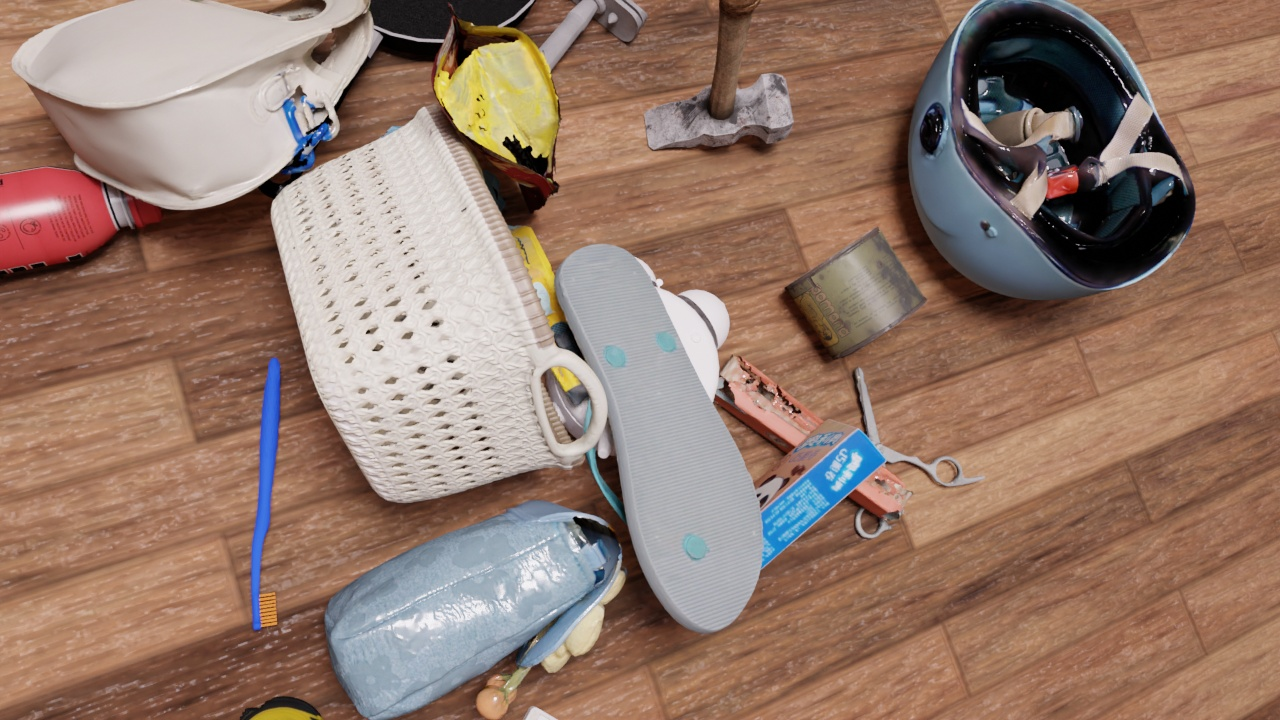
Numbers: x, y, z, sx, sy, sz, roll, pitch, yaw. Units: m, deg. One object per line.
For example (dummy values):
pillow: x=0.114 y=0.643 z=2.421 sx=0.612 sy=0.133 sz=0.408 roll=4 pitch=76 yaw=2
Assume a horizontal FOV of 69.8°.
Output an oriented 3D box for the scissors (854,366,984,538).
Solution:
scissors: x=0.214 y=0.082 z=0.773 sx=0.175 sy=0.014 sz=0.141 roll=12 pitch=76 yaw=-12

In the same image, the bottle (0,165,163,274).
bottle: x=-0.404 y=-0.088 z=0.587 sx=0.176 sy=0.062 sz=0.062 roll=-17 pitch=82 yaw=-21

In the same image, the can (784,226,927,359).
can: x=0.177 y=-0.054 z=0.753 sx=0.089 sy=0.090 sz=0.074 roll=-33 pitch=89 yaw=-22

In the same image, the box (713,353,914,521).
box: x=0.139 y=0.059 z=0.732 sx=0.187 sy=0.059 sz=0.056 roll=37 pitch=45 yaw=-4

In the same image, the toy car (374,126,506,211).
toy car: x=-0.155 y=-0.141 z=0.700 sx=0.108 sy=0.028 sz=0.060 roll=35 pitch=69 yaw=-7

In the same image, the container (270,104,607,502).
container: x=-0.131 y=-0.032 z=0.578 sx=0.142 sy=0.185 sz=0.246 roll=-22 pitch=49 yaw=-11

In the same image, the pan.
pan: x=-0.200 y=-0.271 z=0.707 sx=0.204 sy=0.044 sz=0.355 roll=25 pitch=74 yaw=-9

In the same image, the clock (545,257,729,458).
clock: x=-0.004 y=0.004 z=0.684 sx=0.125 sy=0.073 sz=0.160 roll=25 pitch=72 yaw=-6

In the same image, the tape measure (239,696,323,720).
tape measure: x=-0.228 y=0.244 z=0.577 sx=0.061 sy=0.034 sz=0.061 roll=28 pitch=68 yaw=-11

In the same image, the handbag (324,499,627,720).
handbag: x=-0.100 y=0.166 z=0.595 sx=0.191 sy=0.122 sz=0.118 roll=-25 pitch=96 yaw=-22

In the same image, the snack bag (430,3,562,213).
snack bag: x=-0.089 y=-0.166 z=0.617 sx=0.066 sy=0.208 sz=0.139 roll=-28 pitch=103 yaw=-1

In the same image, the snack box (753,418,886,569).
snack box: x=0.100 y=0.105 z=0.665 sx=0.151 sy=0.087 sz=0.034 roll=-41 pitch=92 yaw=0

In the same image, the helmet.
helmet: x=0.327 y=-0.174 z=0.789 sx=0.225 sy=0.167 sz=0.265 roll=-6 pitch=80 yaw=-22

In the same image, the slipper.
slipper: x=0.010 y=0.049 z=0.622 sx=0.098 sy=0.055 sz=0.268 roll=-11 pitch=74 yaw=-30

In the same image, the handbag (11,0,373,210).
handbag: x=-0.265 y=-0.182 z=0.588 sx=0.201 sy=0.093 sz=0.199 roll=25 pitch=55 yaw=32

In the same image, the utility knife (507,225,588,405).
utility knife: x=-0.067 y=-0.037 z=0.656 sx=0.030 sy=0.017 sz=0.151 roll=-21 pitch=66 yaw=-14

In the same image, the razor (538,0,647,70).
razor: x=-0.063 y=-0.268 z=0.758 sx=0.088 sy=0.047 sz=0.116 roll=37 pitch=76 yaw=-6

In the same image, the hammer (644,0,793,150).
hammer: x=0.064 y=-0.231 z=0.642 sx=0.121 sy=0.319 sz=0.049 roll=-8 pitch=78 yaw=-1

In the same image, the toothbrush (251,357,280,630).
toothbrush: x=-0.250 y=0.087 z=0.619 sx=0.018 sy=0.016 sz=0.182 roll=4 pitch=76 yaw=-23

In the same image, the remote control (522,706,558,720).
remote control: x=-0.031 y=0.297 z=0.641 sx=0.136 sy=0.011 sz=0.050 roll=33 pitch=69 yaw=-8
